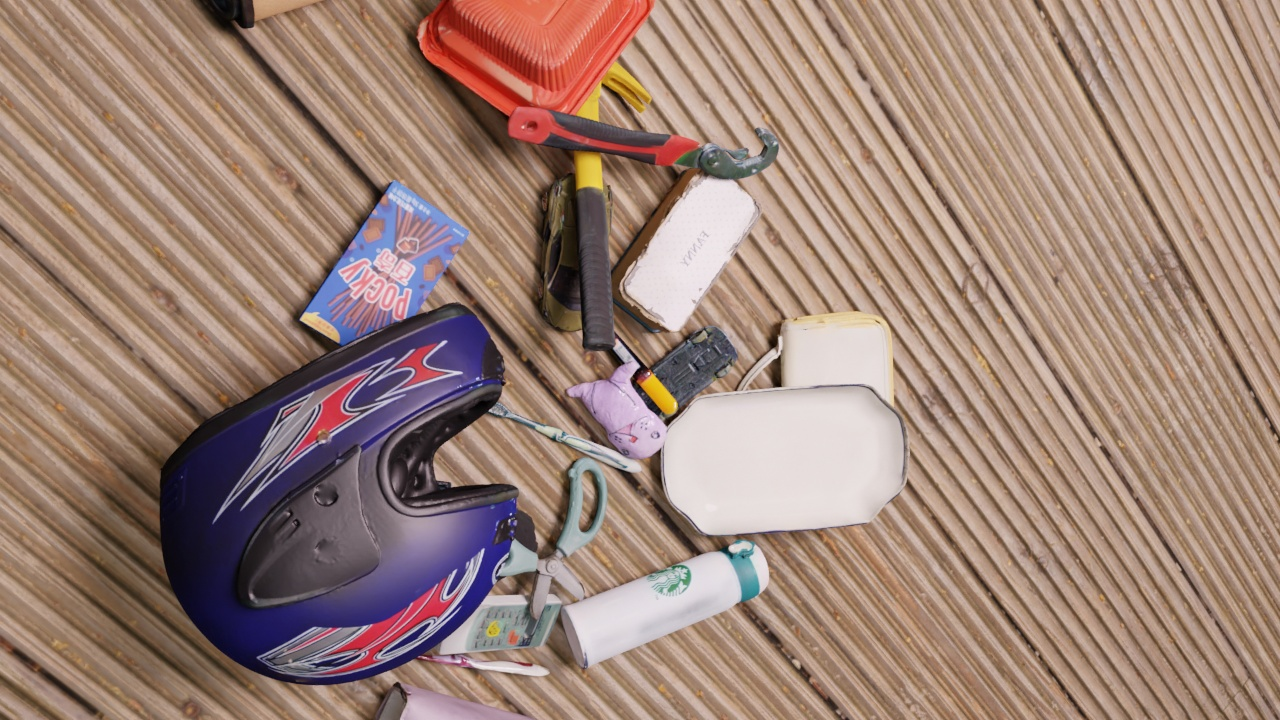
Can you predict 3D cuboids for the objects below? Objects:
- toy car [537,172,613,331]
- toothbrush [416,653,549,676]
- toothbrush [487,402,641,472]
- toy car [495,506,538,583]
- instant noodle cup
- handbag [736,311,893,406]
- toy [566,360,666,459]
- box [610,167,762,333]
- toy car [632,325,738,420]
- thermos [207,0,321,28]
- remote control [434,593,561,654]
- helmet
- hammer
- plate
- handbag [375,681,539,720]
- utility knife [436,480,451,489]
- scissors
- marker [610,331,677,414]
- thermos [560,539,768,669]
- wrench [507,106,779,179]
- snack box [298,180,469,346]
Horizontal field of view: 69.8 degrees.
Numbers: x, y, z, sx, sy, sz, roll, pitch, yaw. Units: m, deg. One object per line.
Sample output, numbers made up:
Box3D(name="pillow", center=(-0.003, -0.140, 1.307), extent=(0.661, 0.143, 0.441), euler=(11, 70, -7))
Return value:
Box3D(name="toy car", center=(-0.063, -0.107, 0.915), extent=(0.070, 0.042, 0.158), euler=(1, 99, -21))
Box3D(name="toothbrush", center=(-0.180, 0.301, 0.931), extent=(0.187, 0.016, 0.017), euler=(16, 81, -21))
Box3D(name="toothbrush", center=(-0.079, 0.079, 0.941), extent=(0.191, 0.018, 0.016), euler=(25, 86, -21))
Box3D(name="toy car", center=(-0.172, 0.203, 0.907), extent=(0.155, 0.041, 0.071), euler=(-33, 107, -21))
Box3D(name="instant noodle cup", center=(-0.095, -0.318, 0.830), extent=(0.164, 0.079, 0.188), euler=(34, 81, 0))
Box3D(name="handbag", center=(0.186, 0.031, 1.023), extent=(0.178, 0.063, 0.163), euler=(-4, 98, -5))
Box3D(name="toy", center=(-0.014, 0.055, 0.945), extent=(0.084, 0.038, 0.108), euler=(-25, 108, 24))
Box3D(name="box", center=(0.040, -0.109, 0.943), extent=(0.090, 0.061, 0.184), euler=(40, 84, -19))
Box3D(name="toy car", center=(0.046, 0.013, 0.972), extent=(0.120, 0.037, 0.054), euler=(-38, 103, -2))
Box3D(name="thermos", center=(-0.298, -0.339, 0.776), extent=(0.143, 0.093, 0.093), euler=(-23, 104, -26))
Box3D(name="remote control", center=(-0.140, 0.260, 0.907), extent=(0.135, 0.019, 0.056), euler=(14, 103, -45))
Box3D(name="helmet", center=(-0.221, 0.126, 0.764), extent=(0.315, 0.247, 0.240), euler=(-32, 88, -6))
Box3D(name="hammer", center=(-0.047, -0.158, 0.874), extent=(0.128, 0.033, 0.300), euler=(0, 78, -19))
Box3D(name="plate", center=(0.153, 0.103, 0.987), extent=(0.266, 0.034, 0.162), euler=(-5, 102, -1))
Box3D(name="handbag", center=(-0.173, 0.410, 0.901), extent=(0.197, 0.098, 0.145), euler=(24, 89, -21))
Box3D(name="utility knife", center=(-0.254, 0.195, 0.889), extent=(0.033, 0.015, 0.203), euler=(42, 81, -17))
Box3D(name="scissors", center=(-0.107, 0.165, 0.912), extent=(0.178, 0.019, 0.170), euler=(27, 72, -32))
Box3D(name="marker", center=(-0.006, 0.006, 0.944), extent=(0.018, 0.015, 0.124), euler=(-41, 88, 12))
Box3D(name="thermos", center=(0.031, 0.253, 0.976), extent=(0.224, 0.073, 0.073), euler=(-17, 102, -19))
Box3D(name="wrench", center=(0.008, -0.204, 0.860), extent=(0.273, 0.016, 0.056), euler=(1, 132, -24))
Box3D(name="snack box", center=(-0.238, -0.080, 0.857), extent=(0.084, 0.026, 0.157), euler=(34, 84, -21))
